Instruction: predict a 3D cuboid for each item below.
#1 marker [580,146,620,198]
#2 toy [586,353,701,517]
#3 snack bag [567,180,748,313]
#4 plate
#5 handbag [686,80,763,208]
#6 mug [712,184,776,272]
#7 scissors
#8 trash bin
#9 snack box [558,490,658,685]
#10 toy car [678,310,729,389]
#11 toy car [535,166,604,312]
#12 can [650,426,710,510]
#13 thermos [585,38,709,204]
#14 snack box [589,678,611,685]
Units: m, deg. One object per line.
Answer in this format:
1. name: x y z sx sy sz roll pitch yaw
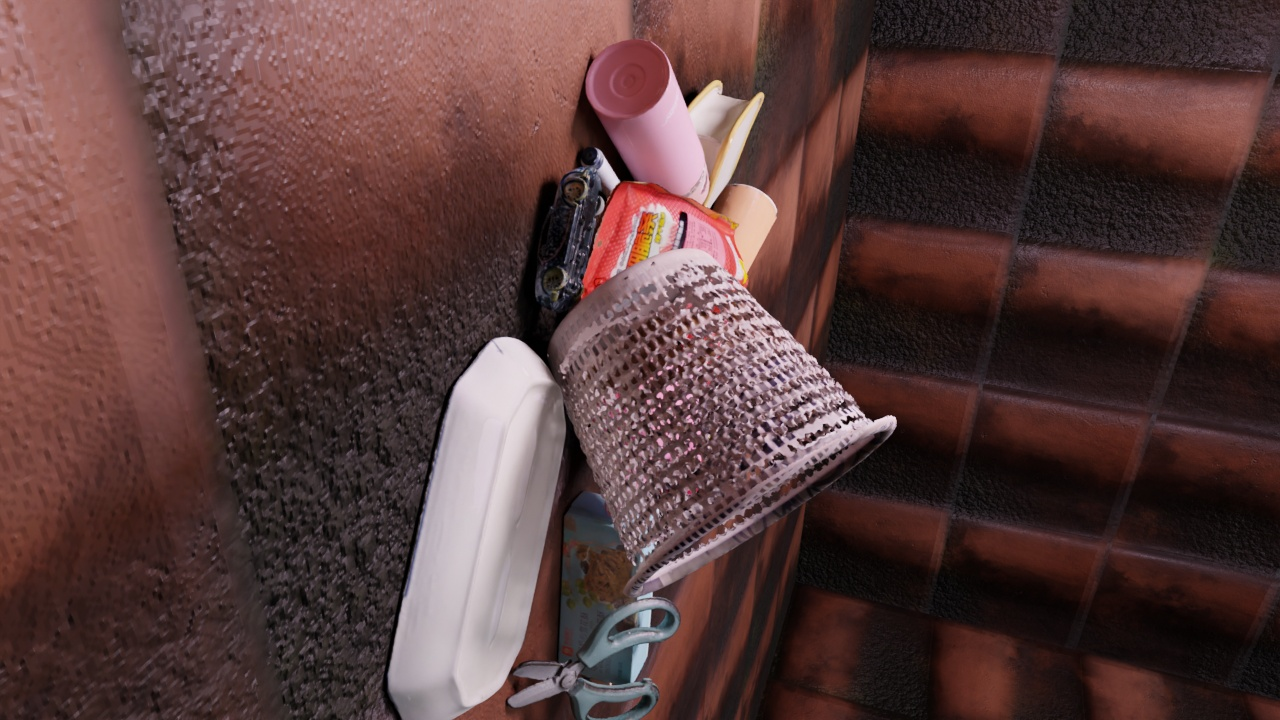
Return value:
1. marker: -0.023 -0.138 0.742 0.130 0.018 0.022 39 44 -73
2. toy: 0.007 0.035 0.835 0.194 0.075 0.178 -23 104 -54
3. snack bag: 0.018 -0.082 0.776 0.207 0.073 0.129 0 121 -59
4. plate: -0.098 0.118 0.619 0.162 0.034 0.265 27 74 -73
5. handbag: 0.059 -0.186 0.944 0.162 0.063 0.179 -57 168 -52
6. mug: 0.108 -0.139 1.097 0.078 0.078 0.122 73 37 -58
7. scissors: -0.038 0.282 0.797 0.177 0.019 0.169 -18 121 -28
8. trash bin: 0.039 0.034 0.677 0.227 0.192 0.228 -30 163 -10
9. snack box: -0.030 0.210 0.838 0.051 0.074 0.175 -46 144 -63
10. toy car: 0.073 -0.025 1.079 0.045 0.053 0.120 78 27 -59
11. toy car: -0.052 -0.087 0.650 0.049 0.031 0.105 26 78 -77
12. can: 0.044 0.118 1.048 0.066 0.066 0.094 -49 146 -60
13. thermos: 0.010 -0.171 0.752 0.198 0.067 0.087 49 61 -71
14. snack box: -0.019 0.263 0.997 0.156 0.026 0.085 -60 156 -48
